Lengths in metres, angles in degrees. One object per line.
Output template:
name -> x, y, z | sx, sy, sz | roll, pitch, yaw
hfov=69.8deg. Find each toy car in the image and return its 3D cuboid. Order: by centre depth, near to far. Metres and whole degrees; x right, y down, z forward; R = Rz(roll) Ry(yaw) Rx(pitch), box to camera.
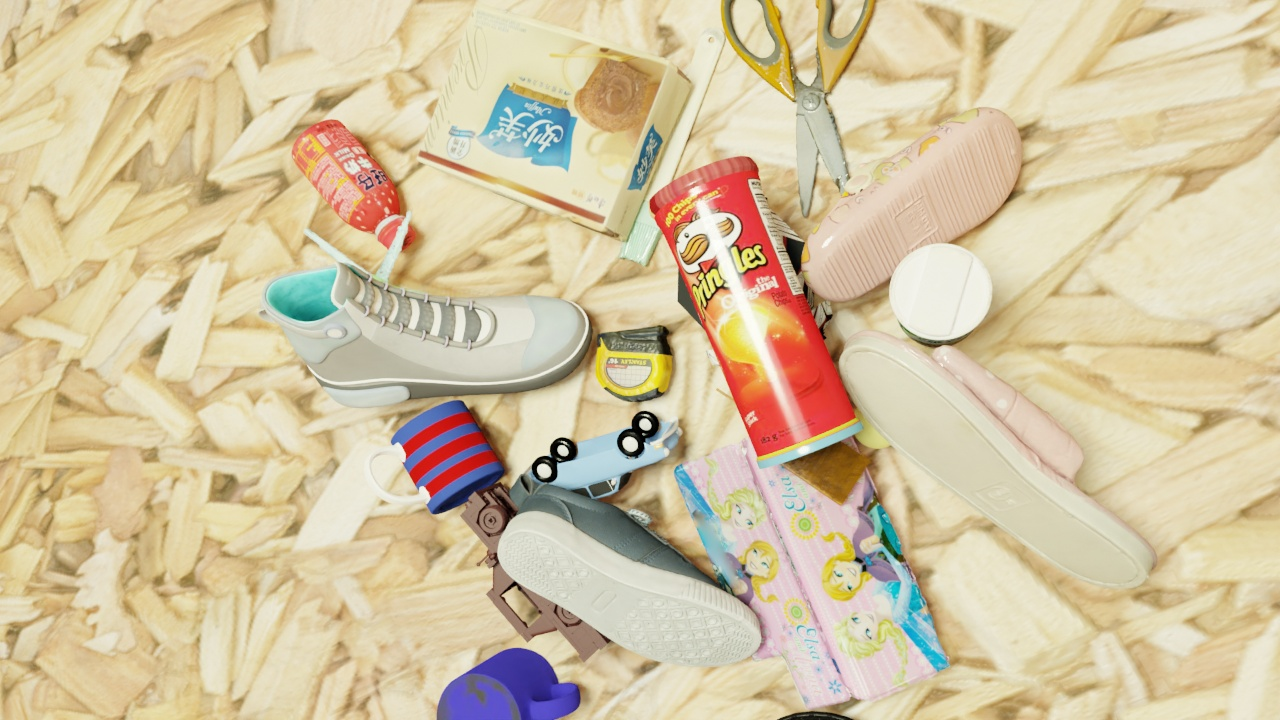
toy car -> -0.034, 0.088, 0.791 | 0.154, 0.056, 0.055 | -19, 101, 22
toy car -> -0.094, 0.189, 0.803 | 0.062, 0.070, 0.170 | -45, 81, 12

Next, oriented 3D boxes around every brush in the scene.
brush -> 0.117, 0.060, 0.717 | 0.126, 0.017, 0.048 | 34, 81, 6
brush -> 0.029, -0.189, 0.807 | 0.033, 0.012, 0.217 | 21, 93, 18

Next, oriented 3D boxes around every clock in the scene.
clock -> 0.093, -0.051, 0.753 | 0.115, 0.065, 0.154 | -23, 81, 16

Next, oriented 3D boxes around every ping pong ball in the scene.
ping pong ball -> 0.189, 0.050, 0.732 | 0.040, 0.040, 0.040 | -1, 88, 18

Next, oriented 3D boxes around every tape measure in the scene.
tape measure -> -0.005, 0.005, 0.797 | 0.066, 0.037, 0.064 | -6, 86, 19

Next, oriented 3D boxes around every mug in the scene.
mug -> -0.107, 0.298, 0.795 | 0.111, 0.083, 0.079 | -10, 85, 17
mug -> -0.187, 0.093, 0.817 | 0.076, 0.111, 0.075 | 57, 142, 11

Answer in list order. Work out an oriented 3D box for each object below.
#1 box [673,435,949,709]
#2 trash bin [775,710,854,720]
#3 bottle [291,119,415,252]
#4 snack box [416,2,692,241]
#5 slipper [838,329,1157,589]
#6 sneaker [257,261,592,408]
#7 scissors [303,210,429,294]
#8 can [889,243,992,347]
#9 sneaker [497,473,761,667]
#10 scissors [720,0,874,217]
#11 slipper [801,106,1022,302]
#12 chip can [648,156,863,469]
box -> 0.129, 0.162, 0.739 | 0.161, 0.061, 0.230 | -25, 81, 15
trash bin -> 0.119, 0.363, 0.646 | 0.184, 0.209, 0.184 | 2, 97, 17
bottle -> -0.268, -0.161, 0.874 | 0.062, 0.062, 0.137 | -43, 83, 12
snack box -> -0.080, -0.212, 0.812 | 0.207, 0.055, 0.153 | 24, 94, 21
slipper -> 0.260, 0.065, 0.666 | 0.274, 0.114, 0.054 | 40, 67, -4
sneaker -> -0.177, -0.036, 0.770 | 0.257, 0.160, 0.093 | -7, 63, 7
scissors -> -0.248, -0.071, 0.868 | 0.173, 0.021, 0.172 | 38, 120, 2
can -> 0.222, -0.045, 0.682 | 0.067, 0.120, 0.067 | -1, 88, 18
sneaker -> -0.007, 0.172, 0.758 | 0.235, 0.087, 0.089 | 29, 124, -7
scissors -> 0.152, -0.237, 0.766 | 0.175, 0.016, 0.225 | -25, 81, 16
slipper -> 0.198, -0.128, 0.711 | 0.197, 0.093, 0.081 | -36, 41, -1
chip can -> 0.084, -0.035, 0.674 | 0.087, 0.087, 0.213 | -23, 85, 15
